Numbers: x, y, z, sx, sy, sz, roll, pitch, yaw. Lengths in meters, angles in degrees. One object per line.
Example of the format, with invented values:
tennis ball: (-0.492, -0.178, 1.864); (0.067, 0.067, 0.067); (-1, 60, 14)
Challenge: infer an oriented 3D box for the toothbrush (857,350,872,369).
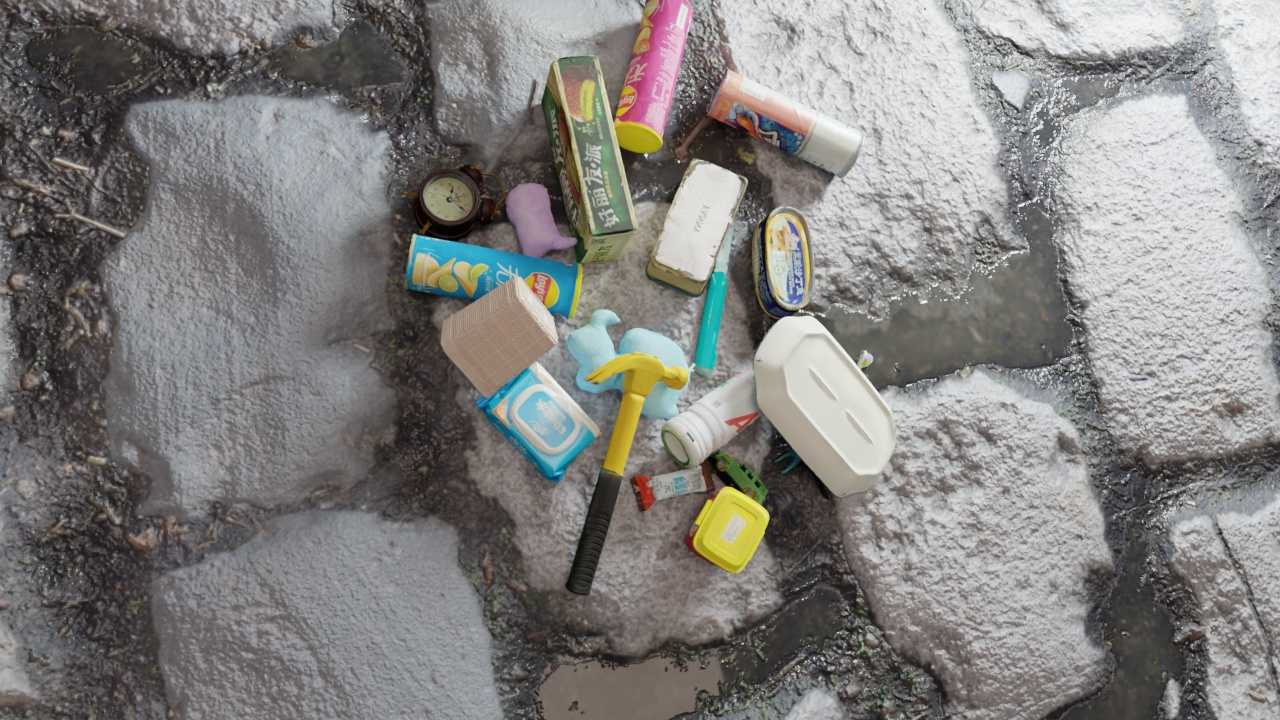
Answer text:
toothbrush: (0.278, 0.075, 1.245); (0.020, 0.029, 0.189); (13, 73, 33)

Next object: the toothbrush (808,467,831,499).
toothbrush: (0.211, 0.108, 1.195); (0.018, 0.016, 0.181); (-41, 111, -36)

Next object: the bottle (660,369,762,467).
bottle: (0.118, 0.061, 1.180); (0.196, 0.068, 0.068); (-33, 88, -23)

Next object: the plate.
plate: (0.250, 0.059, 1.189); (0.266, 0.034, 0.161); (48, 62, -19)

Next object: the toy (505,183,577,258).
toy: (-0.135, -0.179, 1.179); (0.084, 0.039, 0.108); (-23, 80, 12)

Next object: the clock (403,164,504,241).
clock: (-0.230, -0.201, 1.155); (0.121, 0.055, 0.082); (-21, 84, -19)

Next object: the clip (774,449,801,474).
clip: (0.204, 0.128, 1.218); (0.056, 0.014, 0.042); (-31, 88, -16)

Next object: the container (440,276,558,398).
container: (-0.165, -0.032, 1.090); (0.111, 0.089, 0.090); (-34, 116, 7)

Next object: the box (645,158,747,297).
box: (0.072, -0.171, 1.218); (0.090, 0.061, 0.184); (25, 76, 1)

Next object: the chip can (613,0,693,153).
chip can: (0.017, -0.391, 1.248); (0.071, 0.071, 0.210); (16, 75, -10)

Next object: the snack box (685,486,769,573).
snack box: (0.102, 0.210, 1.141); (0.082, 0.080, 0.091); (34, 73, -6)

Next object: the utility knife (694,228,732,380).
utility knife: (0.101, -0.078, 1.234); (0.029, 0.013, 0.215); (12, 78, -4)

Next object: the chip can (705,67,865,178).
chip can: (0.202, -0.331, 1.280); (0.214, 0.071, 0.071); (23, 74, -8)

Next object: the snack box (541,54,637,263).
snack box: (-0.068, -0.254, 1.175); (0.063, 0.115, 0.240); (-11, 82, -15)

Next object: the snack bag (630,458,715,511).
snack bag: (0.042, 0.158, 1.165); (0.104, 0.026, 0.048); (-15, 90, -17)

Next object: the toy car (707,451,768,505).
toy car: (0.124, 0.151, 1.178); (0.091, 0.043, 0.036); (45, 75, -4)

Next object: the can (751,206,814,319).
can: (0.195, -0.133, 1.250); (0.074, 0.049, 0.148); (1, 78, -14)

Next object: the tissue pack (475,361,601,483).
tissue pack: (-0.122, 0.073, 1.122); (0.140, 0.063, 0.089); (46, 72, -2)

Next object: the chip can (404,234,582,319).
chip can: (-0.182, -0.104, 1.139); (0.210, 0.071, 0.071); (10, 76, -12)

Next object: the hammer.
hammer: (-0.035, 0.135, 1.109); (0.128, 0.033, 0.300); (16, 90, -32)

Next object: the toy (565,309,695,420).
toy: (-0.007, 0.007, 1.170); (0.156, 0.050, 0.161); (-16, 92, -8)
